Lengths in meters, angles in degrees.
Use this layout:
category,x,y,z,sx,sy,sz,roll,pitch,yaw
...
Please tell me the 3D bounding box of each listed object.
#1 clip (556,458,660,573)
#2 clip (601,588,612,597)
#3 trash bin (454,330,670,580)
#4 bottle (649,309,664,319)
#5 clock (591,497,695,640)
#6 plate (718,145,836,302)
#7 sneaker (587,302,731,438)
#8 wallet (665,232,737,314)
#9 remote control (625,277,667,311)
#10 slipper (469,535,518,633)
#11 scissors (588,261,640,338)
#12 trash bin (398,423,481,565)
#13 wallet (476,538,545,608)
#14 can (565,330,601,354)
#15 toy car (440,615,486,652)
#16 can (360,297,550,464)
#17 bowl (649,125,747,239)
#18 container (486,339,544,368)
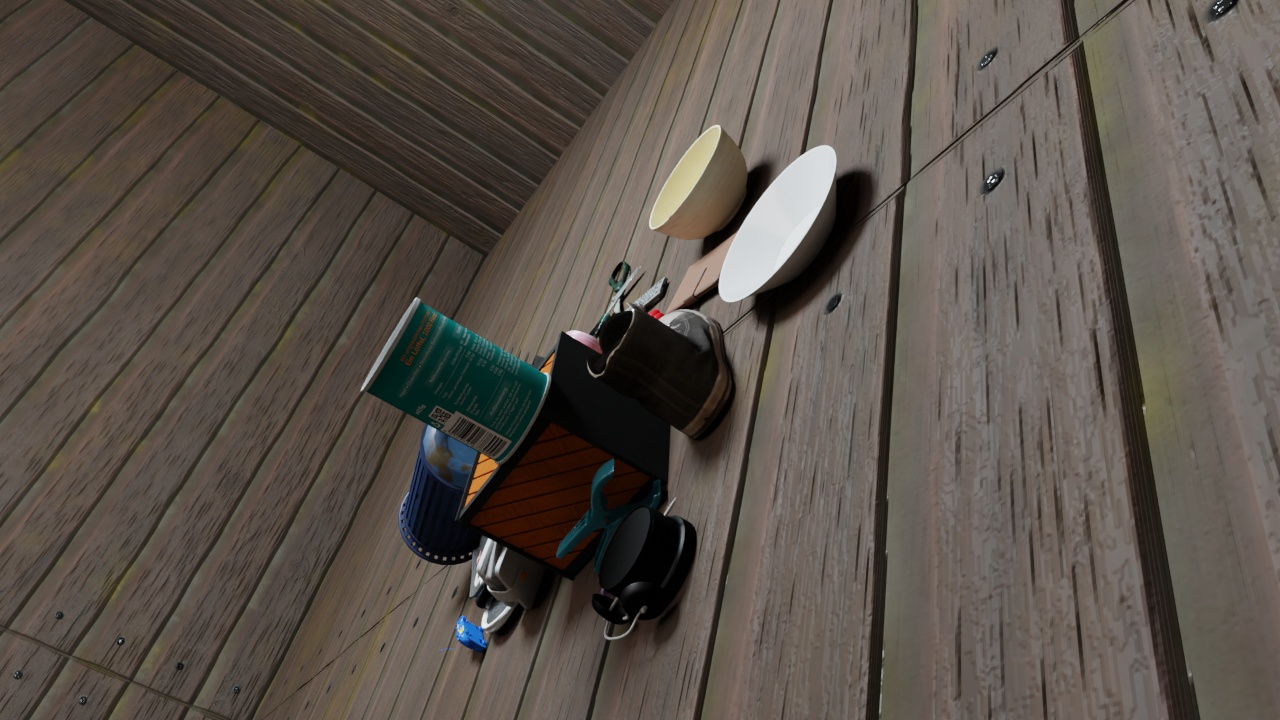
category,x,y,z,sx,sy,sz,roll,pitch,yaw
clip,-0.014,0.156,0.882,0.030,0.120,0.130,-95,16,-59
clip,-0.022,0.194,0.855,0.050,0.013,0.029,-56,17,3
trash bin,-0.077,0.100,0.954,0.172,0.139,0.139,-50,18,29
bottle,-0.007,0.006,1.089,0.141,0.042,0.042,-57,16,6
clock,0.000,0.176,0.767,0.091,0.042,0.120,-33,30,56
plate,0.143,-0.122,0.883,0.174,0.036,0.173,-52,18,23
sneaker,0.013,-0.015,0.934,0.095,0.120,0.234,-53,15,20
wallet,0.077,-0.102,1.087,0.121,0.013,0.087,-32,27,58
remote control,-0.004,-0.072,1.272,0.137,0.013,0.033,-39,25,49
slipper,-0.165,0.221,1.149,0.111,0.063,0.263,-45,19,40
scissors,-0.052,-0.088,1.446,0.202,0.015,0.205,-51,16,27
trash bin,-0.243,0.165,1.233,0.250,0.139,0.139,119,171,-53
wallet,-0.141,0.202,1.020,0.038,0.115,0.118,-2,48,24
can,-0.090,0.005,1.294,0.067,0.067,0.076,-22,41,65
toy car,-0.223,0.350,1.124,0.062,0.033,0.092,-53,16,-4
can,-0.171,0.020,0.860,0.099,0.144,0.099,-52,18,23
bowl,0.083,-0.209,1.148,0.151,0.075,0.150,-52,17,22
container,-0.244,0.086,1.387,0.242,0.130,0.162,121,164,-55
